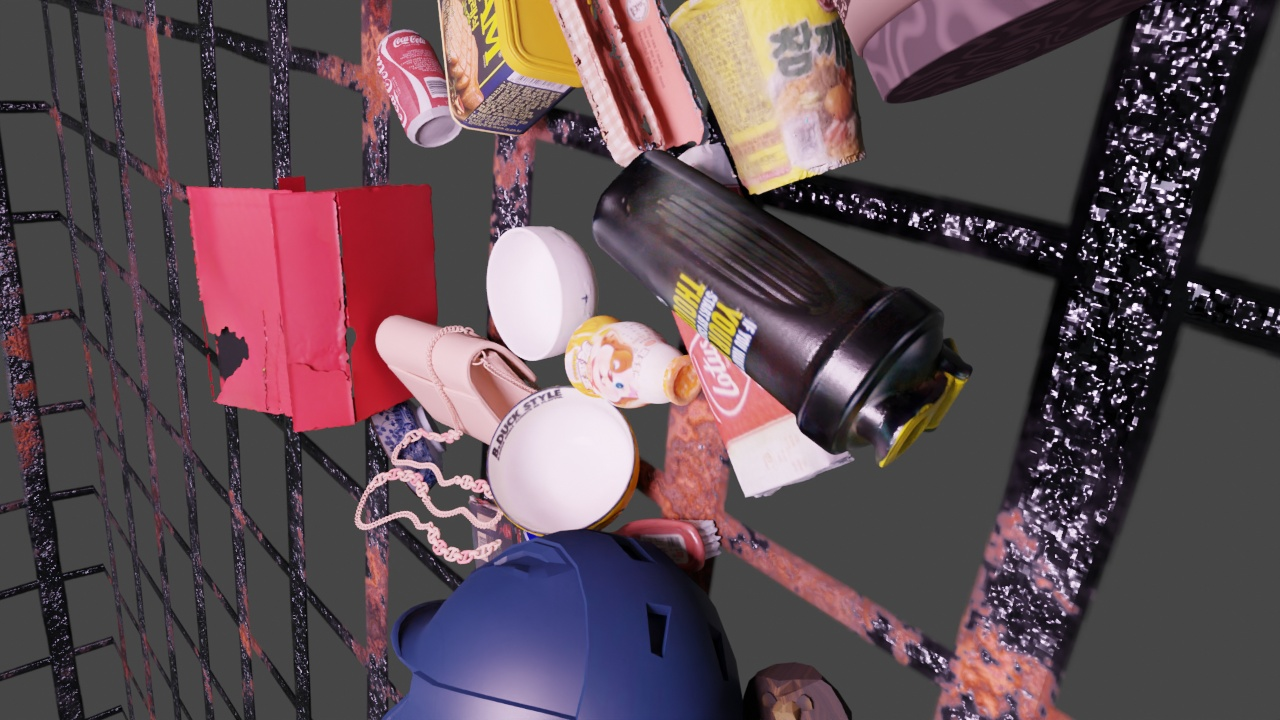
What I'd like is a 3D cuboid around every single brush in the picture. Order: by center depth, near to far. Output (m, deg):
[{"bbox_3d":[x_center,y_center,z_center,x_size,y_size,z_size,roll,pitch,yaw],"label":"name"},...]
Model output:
[{"bbox_3d":[-0.004,0.141,0.720,0.173,0.030,0.041,-10,92,48],"label":"brush"}]

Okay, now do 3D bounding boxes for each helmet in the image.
[{"bbox_3d":[-0.051,0.222,0.631,0.273,0.232,0.223,16,77,56],"label":"helmet"}]

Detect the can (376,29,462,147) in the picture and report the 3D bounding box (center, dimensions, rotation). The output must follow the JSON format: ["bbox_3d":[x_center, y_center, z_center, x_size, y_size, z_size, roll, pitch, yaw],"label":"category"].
[{"bbox_3d":[-0.199,-0.245,0.825,0.054,0.053,0.096,-41,69,46],"label":"can"}]

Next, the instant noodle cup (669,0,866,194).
[{"bbox_3d":[0.077,-0.154,0.509,0.102,0.102,0.108,-9,102,49],"label":"instant noodle cup"}]

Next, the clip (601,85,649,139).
[{"bbox_3d":[-0.014,-0.175,0.652,0.049,0.045,0.054,-38,71,20],"label":"clip"}]

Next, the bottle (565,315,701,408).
[{"bbox_3d":[-0.004,0.004,0.660,0.109,0.063,0.063,14,110,45],"label":"bottle"}]

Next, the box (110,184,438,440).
[{"bbox_3d":[-0.351,-0.038,0.784,0.107,0.408,0.212,18,114,46],"label":"box"}]

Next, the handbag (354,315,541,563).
[{"bbox_3d":[-0.181,0.059,0.779,0.199,0.186,0.116,15,152,45],"label":"handbag"}]

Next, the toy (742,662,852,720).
[{"bbox_3d":[0.105,0.250,0.604,0.076,0.062,0.100,-8,100,30],"label":"toy"}]

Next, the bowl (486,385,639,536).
[{"bbox_3d":[-0.055,0.085,0.719,0.117,0.117,0.068,56,178,23],"label":"bowl"}]

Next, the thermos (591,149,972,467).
[{"bbox_3d":[0.073,-0.034,0.512,0.221,0.097,0.098,39,127,26],"label":"thermos"}]

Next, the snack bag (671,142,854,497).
[{"bbox_3d":[0.061,-0.025,0.598,0.078,0.041,0.225,-30,75,46],"label":"snack bag"}]

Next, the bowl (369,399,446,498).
[{"bbox_3d":[-0.230,0.078,0.934,0.114,0.045,0.114,61,174,10],"label":"bowl"}]

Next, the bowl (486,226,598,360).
[{"bbox_3d":[-0.073,-0.055,0.731,0.105,0.054,0.105,18,114,47],"label":"bowl"}]

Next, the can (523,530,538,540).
[{"bbox_3d":[-0.070,0.131,0.792,0.032,0.032,0.095,58,136,21],"label":"can"}]

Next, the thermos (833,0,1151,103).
[{"bbox_3d":[0.125,-0.240,0.380,0.173,0.172,0.226,-19,92,49],"label":"thermos"}]

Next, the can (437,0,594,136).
[{"bbox_3d":[-0.095,-0.248,0.678,0.105,0.075,0.135,-22,73,52],"label":"can"}]

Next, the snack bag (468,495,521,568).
[{"bbox_3d":[-0.139,0.216,0.903,0.075,0.018,0.155,9,107,48],"label":"snack bag"}]

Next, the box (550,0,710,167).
[{"bbox_3d":[-0.015,-0.218,0.612,0.054,0.078,0.187,79,170,-82],"label":"box"}]
